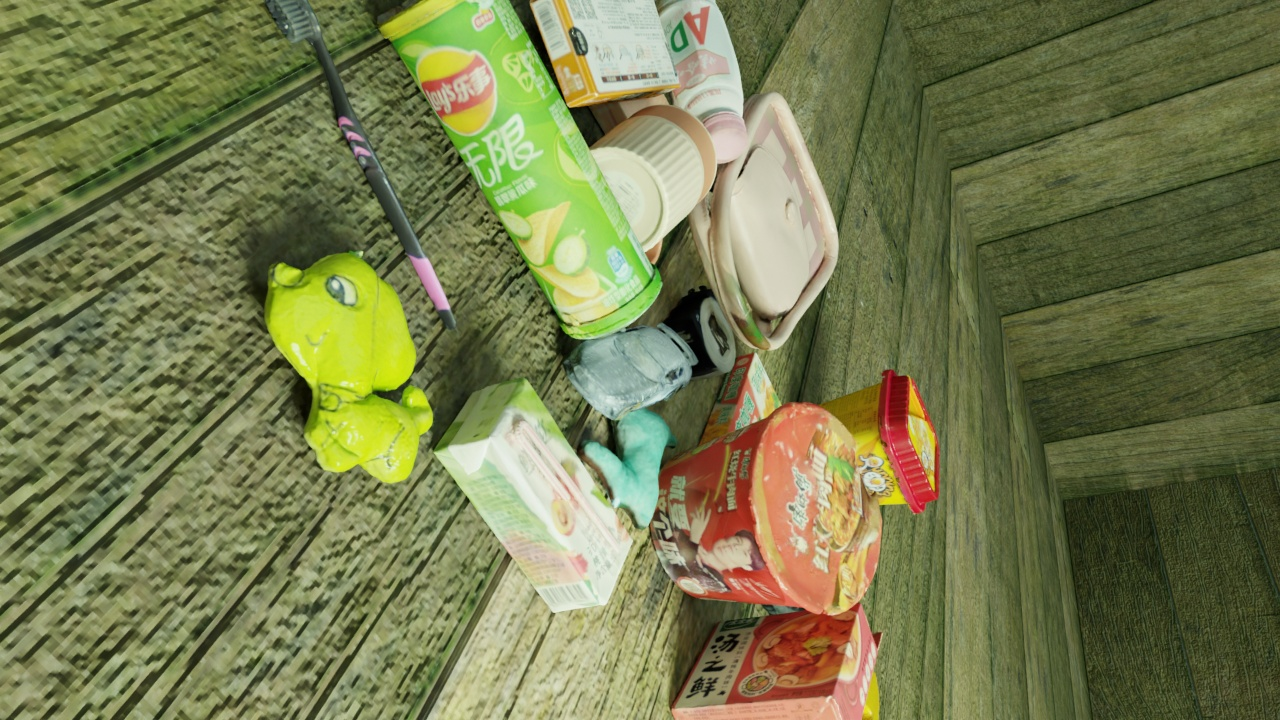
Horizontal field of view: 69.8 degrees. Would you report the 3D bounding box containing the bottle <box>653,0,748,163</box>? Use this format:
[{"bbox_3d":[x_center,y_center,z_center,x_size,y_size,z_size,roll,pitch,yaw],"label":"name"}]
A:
[{"bbox_3d":[0.049,-0.253,0.782,0.068,0.068,0.196,34,35,-51],"label":"bottle"}]

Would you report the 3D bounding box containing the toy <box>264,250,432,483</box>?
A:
[{"bbox_3d":[-0.126,0.001,0.406,0.096,0.031,0.100,27,58,-55],"label":"toy"}]

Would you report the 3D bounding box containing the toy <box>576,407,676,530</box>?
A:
[{"bbox_3d":[-0.006,0.063,0.601,0.096,0.030,0.091,42,39,-37],"label":"toy"}]

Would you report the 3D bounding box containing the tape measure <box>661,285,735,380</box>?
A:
[{"bbox_3d":[0.050,-0.018,0.741,0.066,0.034,0.065,63,31,-20],"label":"tape measure"}]

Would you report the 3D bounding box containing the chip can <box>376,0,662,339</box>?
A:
[{"bbox_3d":[-0.063,-0.114,0.537,0.221,0.073,0.072,60,31,-25],"label":"chip can"}]

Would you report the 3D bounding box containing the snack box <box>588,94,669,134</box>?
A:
[{"bbox_3d":[-0.014,-0.213,0.728,0.157,0.026,0.084,55,34,-32],"label":"snack box"}]

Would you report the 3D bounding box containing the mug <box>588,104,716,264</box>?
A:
[{"bbox_3d":[0.000,-0.115,0.660,0.105,0.082,0.115,-52,152,-55],"label":"mug"}]

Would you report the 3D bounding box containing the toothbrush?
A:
[{"bbox_3d":[-0.137,-0.098,0.456,0.017,0.014,0.189,-43,115,-49],"label":"toothbrush"}]

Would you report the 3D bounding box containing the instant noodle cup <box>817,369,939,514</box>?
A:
[{"bbox_3d":[0.216,0.087,0.899,0.116,0.124,0.115,60,31,-26],"label":"instant noodle cup"}]

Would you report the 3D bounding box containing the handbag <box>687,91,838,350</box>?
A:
[{"bbox_3d":[0.099,-0.107,0.809,0.193,0.094,0.233,60,32,-32],"label":"handbag"}]

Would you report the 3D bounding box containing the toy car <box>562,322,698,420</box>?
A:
[{"bbox_3d":[-0.004,0.003,0.608,0.054,0.037,0.120,48,29,12],"label":"toy car"}]

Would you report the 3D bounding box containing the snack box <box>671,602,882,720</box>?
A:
[{"bbox_3d":[0.097,0.210,0.625,0.126,0.113,0.044,-40,111,-61],"label":"snack box"}]

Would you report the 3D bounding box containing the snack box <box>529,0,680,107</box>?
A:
[{"bbox_3d":[-0.020,-0.228,0.666,0.153,0.026,0.075,-36,109,-59],"label":"snack box"}]

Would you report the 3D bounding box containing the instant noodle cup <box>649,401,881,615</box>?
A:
[{"bbox_3d":[0.079,0.106,0.626,0.137,0.109,0.137,17,65,-41],"label":"instant noodle cup"}]

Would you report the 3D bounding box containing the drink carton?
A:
[{"bbox_3d":[-0.053,0.073,0.490,0.122,0.046,0.053,61,32,-24],"label":"drink carton"}]

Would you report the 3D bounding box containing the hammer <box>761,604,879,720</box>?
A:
[{"bbox_3d":[0.146,0.238,0.791,0.301,0.033,0.128,53,33,-36],"label":"hammer"}]

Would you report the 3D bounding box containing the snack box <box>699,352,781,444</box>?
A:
[{"bbox_3d":[0.088,0.066,0.775,0.077,0.027,0.155,61,30,-22],"label":"snack box"}]
